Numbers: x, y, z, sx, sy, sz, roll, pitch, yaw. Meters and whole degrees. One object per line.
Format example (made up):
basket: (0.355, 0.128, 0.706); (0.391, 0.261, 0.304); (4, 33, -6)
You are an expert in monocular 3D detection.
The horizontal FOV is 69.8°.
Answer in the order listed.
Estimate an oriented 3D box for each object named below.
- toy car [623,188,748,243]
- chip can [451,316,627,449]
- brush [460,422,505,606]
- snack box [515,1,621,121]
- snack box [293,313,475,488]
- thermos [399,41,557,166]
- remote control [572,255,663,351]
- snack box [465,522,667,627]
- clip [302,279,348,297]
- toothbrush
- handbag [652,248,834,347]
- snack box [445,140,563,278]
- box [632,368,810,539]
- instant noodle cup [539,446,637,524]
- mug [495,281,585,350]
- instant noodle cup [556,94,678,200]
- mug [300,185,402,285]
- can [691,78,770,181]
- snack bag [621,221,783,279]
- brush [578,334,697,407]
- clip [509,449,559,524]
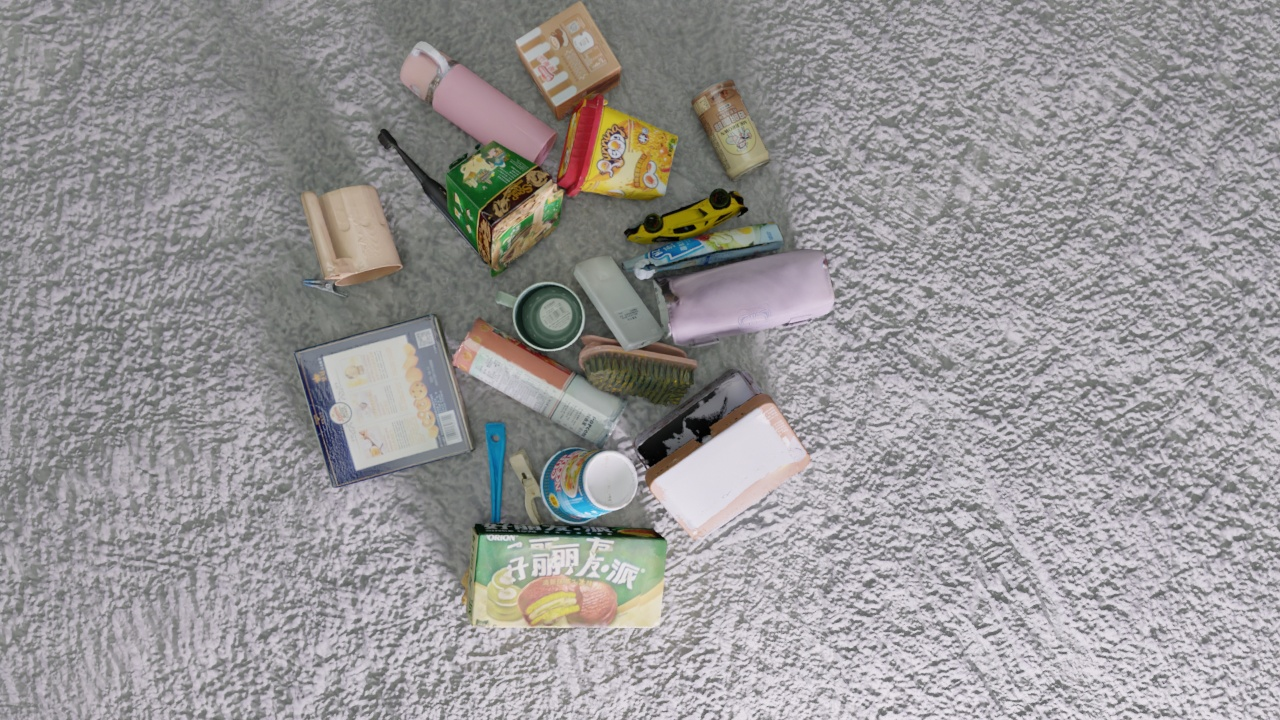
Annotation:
toy car: (0.056, -0.174, 1.142); (0.156, 0.071, 0.041); (-18, 89, 1)
chip can: (-0.126, 0.028, 1.144); (0.214, 0.071, 0.071); (29, 91, -2)
brush: (-0.186, 0.206, 1.169); (0.083, 0.046, 0.254); (0, 88, 2)
snack box: (-0.088, -0.365, 1.127); (0.094, 0.077, 0.093); (-32, 93, -1)
snack box: (-0.319, 0.051, 1.152); (0.182, 0.046, 0.178); (-15, 93, -1)
thermos: (-0.198, -0.313, 1.122); (0.198, 0.087, 0.067); (37, 70, -4)
remote control: (-0.029, -0.073, 1.134); (0.056, 0.019, 0.135); (-21, 65, -32)
snack box: (-0.091, 0.266, 1.133); (0.240, 0.063, 0.114); (5, 92, -15)
clip: (-0.396, -0.094, 1.156); (0.056, 0.024, 0.028); (8, 95, -8)
toothbrush: (-0.256, -0.208, 1.155); (0.212, 0.026, 0.027); (48, 130, -2)
handbag: (0.122, -0.077, 1.111); (0.197, 0.145, 0.098); (-11, 90, -1)
snack box: (-0.172, -0.191, 1.112); (0.105, 0.118, 0.118); (43, 66, 11)
box: (0.096, 0.117, 1.110); (0.181, 0.158, 0.148); (-36, 92, -1)
instant noodle cup: (-0.057, 0.148, 1.116); (0.099, 0.110, 0.099); (6, 76, -26)
mug: (-0.122, -0.058, 1.122); (0.112, 0.106, 0.082); (20, 92, -3)
instant noodle cup: (-0.028, -0.249, 1.122); (0.123, 0.116, 0.116); (13, 91, -14)
mug: (-0.354, -0.150, 1.106); (0.084, 0.124, 0.103); (-17, 90, 19)
can: (0.113, -0.287, 1.145); (0.058, 0.058, 0.116); (-27, 93, -1)
snack bag: (0.073, -0.133, 1.125); (0.191, 0.110, 0.039); (-13, 110, -3)
brush: (-0.007, 0.007, 1.138); (0.145, 0.063, 0.073); (11, 52, -17)
clip: (-0.137, 0.163, 1.174); (0.034, 0.076, 0.103); (-27, 83, 0)
